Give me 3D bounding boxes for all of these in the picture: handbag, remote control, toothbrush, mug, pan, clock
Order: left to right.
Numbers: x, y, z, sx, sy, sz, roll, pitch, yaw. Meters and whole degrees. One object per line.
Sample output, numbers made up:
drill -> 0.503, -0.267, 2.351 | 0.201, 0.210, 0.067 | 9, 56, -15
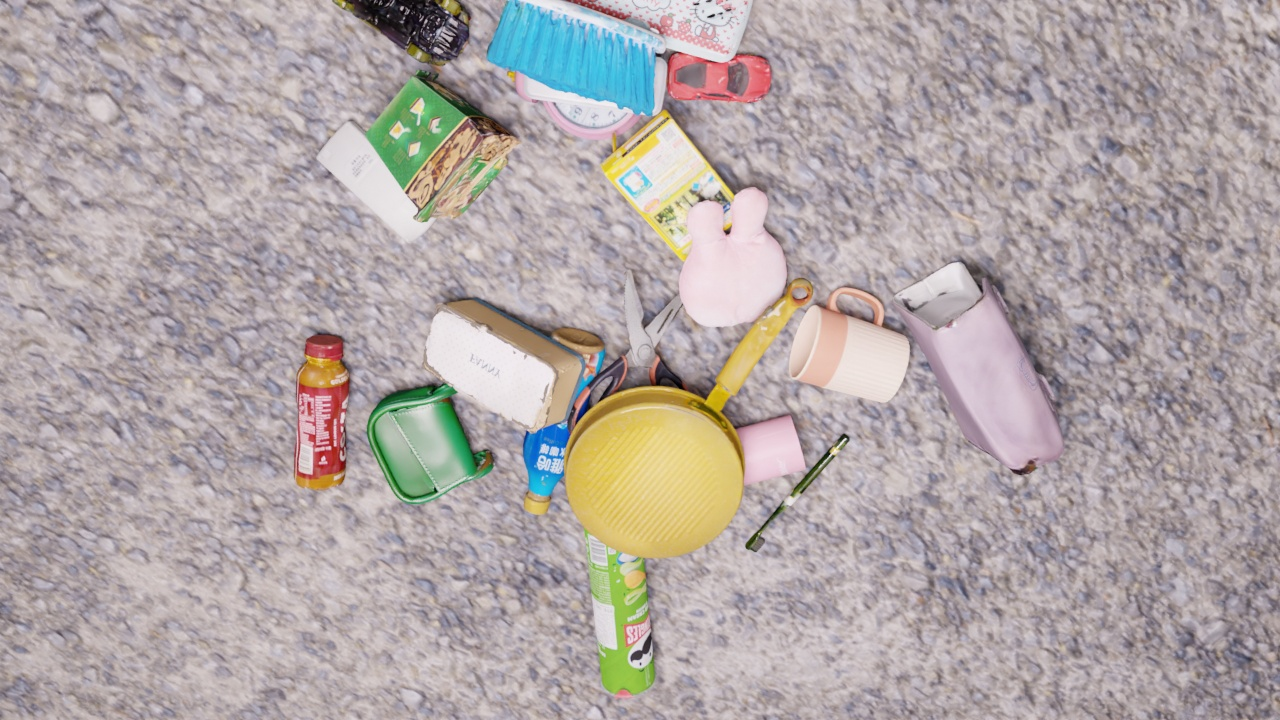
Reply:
remote control -> -0.276, -0.189, 0.977 | 0.135, 0.019, 0.056 | 43, 104, -12
handbag -> -0.242, 0.092, 1.052 | 0.120, 0.068, 0.131 | -19, 106, 0
clock -> -0.061, -0.291, 0.917 | 0.158, 0.059, 0.117 | 34, 105, -8
remote control -> -0.043, -0.271, 0.881 | 0.136, 0.020, 0.056 | 7, 107, -2
pan -> 0.064, 0.059, 0.975 | 0.197, 0.078, 0.358 | 36, 110, -13
toothbrush -> 0.187, 0.160, 1.090 | 0.017, 0.012, 0.186 | 33, 106, -16
mug -> 0.230, -0.020, 0.999 | 0.106, 0.082, 0.114 | 16, 79, -6
handbag -> 0.361, 0.007, 0.965 | 0.098, 0.144, 0.197 | -29, 107, 13

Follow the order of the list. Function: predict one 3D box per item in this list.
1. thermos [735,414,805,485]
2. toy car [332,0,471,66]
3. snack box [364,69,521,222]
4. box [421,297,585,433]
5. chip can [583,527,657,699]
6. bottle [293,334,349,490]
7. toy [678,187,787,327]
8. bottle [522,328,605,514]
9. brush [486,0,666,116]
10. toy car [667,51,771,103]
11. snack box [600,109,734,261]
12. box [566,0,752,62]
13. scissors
thermos -> 0.082, 0.112, 1.043 | 0.199, 0.067, 0.087 | -14, 134, 6
toy car -> -0.243, -0.356, 0.908 | 0.158, 0.042, 0.070 | 33, 106, -11
snack box -> -0.205, -0.217, 0.927 | 0.105, 0.118, 0.118 | 45, 104, 0
box -> -0.144, 0.005, 0.980 | 0.184, 0.061, 0.090 | 30, 112, 19
chip can -> -0.025, 0.289, 1.107 | 0.072, 0.072, 0.236 | -5, 108, 3
bottle -> -0.362, 0.059, 1.043 | 0.057, 0.057, 0.175 | 8, 109, -2
toy -> 0.097, -0.106, 0.964 | 0.121, 0.054, 0.160 | -16, 128, -11
bottle -> -0.094, 0.074, 1.038 | 0.065, 0.065, 0.219 | 14, 108, -4
brush -> -0.122, -0.321, 0.832 | 0.314, 0.060, 0.109 | 18, 100, -3
toy car -> 0.080, -0.287, 0.931 | 0.106, 0.031, 0.049 | 3, 110, -2
snack box -> 0.036, -0.177, 0.946 | 0.087, 0.033, 0.140 | -38, 122, 13
box -> 0.005, -0.355, 0.874 | 0.201, 0.095, 0.102 | 15, 106, -4
scissors -> -0.005, 0.007, 1.004 | 0.188, 0.015, 0.223 | -25, 121, -15
